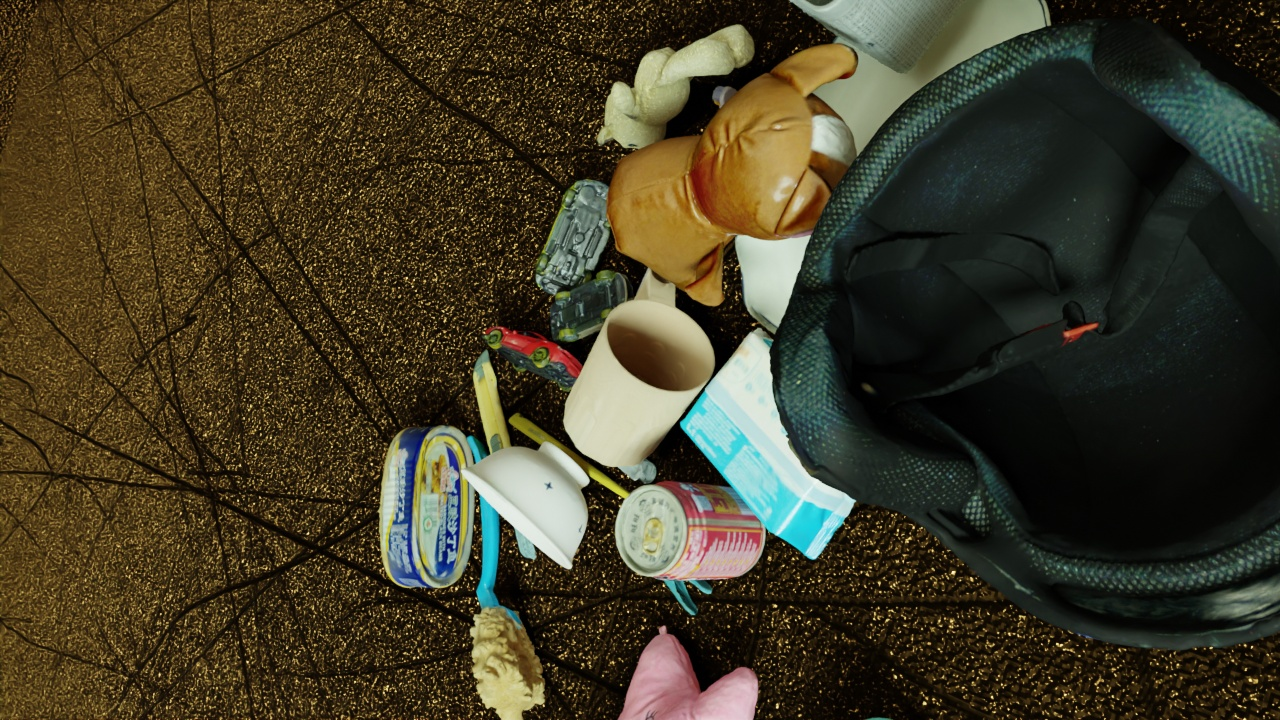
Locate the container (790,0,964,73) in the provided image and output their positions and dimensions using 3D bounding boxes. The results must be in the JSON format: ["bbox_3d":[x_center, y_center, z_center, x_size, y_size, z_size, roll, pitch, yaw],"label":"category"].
[{"bbox_3d":[0.139,-0.243,0.559,0.090,0.114,0.090,-54,53,18],"label":"container"}]

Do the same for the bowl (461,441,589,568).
[{"bbox_3d":[-0.080,0.106,0.744,0.118,0.118,0.064,28,67,40],"label":"bowl"}]

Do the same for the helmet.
[{"bbox_3d":[0.210,-0.015,0.429,0.234,0.229,0.274,-42,67,36],"label":"helmet"}]

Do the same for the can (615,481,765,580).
[{"bbox_3d":[0.035,0.118,0.636,0.067,0.093,0.066,-9,75,39],"label":"can"}]

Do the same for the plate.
[{"bbox_3d":[0.166,-0.127,0.613,0.162,0.034,0.266,35,104,38],"label":"plate"}]

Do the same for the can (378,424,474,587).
[{"bbox_3d":[-0.194,0.133,0.841,0.049,0.074,0.148,-8,76,36],"label":"can"}]

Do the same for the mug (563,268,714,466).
[{"bbox_3d":[-0.004,0.004,0.690,0.104,0.084,0.124,121,158,-45],"label":"mug"}]

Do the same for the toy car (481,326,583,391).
[{"bbox_3d":[-0.094,-0.006,0.799,0.106,0.049,0.031,17,69,39],"label":"toy car"}]

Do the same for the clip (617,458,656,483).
[{"bbox_3d":[-0.012,0.079,0.733,0.057,0.033,0.025,35,102,42],"label":"clip"}]

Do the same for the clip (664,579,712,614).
[{"bbox_3d":[0.030,0.162,0.686,0.056,0.014,0.040,44,109,35],"label":"clip"}]

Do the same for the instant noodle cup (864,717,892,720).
[{"bbox_3d":[0.129,0.288,0.525,0.111,0.111,0.121,52,123,34],"label":"instant noodle cup"}]

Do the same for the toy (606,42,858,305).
[{"bbox_3d":[0.069,-0.112,0.595,0.200,0.130,0.140,-25,66,59],"label":"toy"}]

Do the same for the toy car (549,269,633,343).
[{"bbox_3d":[-0.039,-0.043,0.767,0.091,0.035,0.042,-23,68,41],"label":"toy car"}]

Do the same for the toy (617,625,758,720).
[{"bbox_3d":[0.013,0.276,0.637,0.195,0.074,0.178,-39,38,41],"label":"toy"}]

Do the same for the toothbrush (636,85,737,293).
[{"bbox_3d":[0.034,-0.127,0.735,0.021,0.029,0.189,23,100,3],"label":"toothbrush"}]

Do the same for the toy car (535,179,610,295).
[{"bbox_3d":[-0.055,-0.105,0.791,0.105,0.048,0.032,-66,17,10],"label":"toy car"}]

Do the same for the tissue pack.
[{"bbox_3d":[0.097,0.052,0.617,0.090,0.063,0.140,-54,53,17],"label":"tissue pack"}]

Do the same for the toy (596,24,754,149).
[{"bbox_3d":[0.025,-0.213,0.720,0.066,0.104,0.158,54,145,-12],"label":"toy"}]

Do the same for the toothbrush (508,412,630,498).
[{"bbox_3d":[-0.047,0.083,0.765,0.190,0.015,0.016,27,94,40],"label":"toothbrush"}]

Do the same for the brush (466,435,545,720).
[{"bbox_3d":[-0.125,0.179,0.785,0.046,0.083,0.254,-19,59,11],"label":"brush"}]

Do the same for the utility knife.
[{"bbox_3d":[-0.123,0.084,0.833,0.031,0.021,0.207,-38,64,35],"label":"utility knife"}]
